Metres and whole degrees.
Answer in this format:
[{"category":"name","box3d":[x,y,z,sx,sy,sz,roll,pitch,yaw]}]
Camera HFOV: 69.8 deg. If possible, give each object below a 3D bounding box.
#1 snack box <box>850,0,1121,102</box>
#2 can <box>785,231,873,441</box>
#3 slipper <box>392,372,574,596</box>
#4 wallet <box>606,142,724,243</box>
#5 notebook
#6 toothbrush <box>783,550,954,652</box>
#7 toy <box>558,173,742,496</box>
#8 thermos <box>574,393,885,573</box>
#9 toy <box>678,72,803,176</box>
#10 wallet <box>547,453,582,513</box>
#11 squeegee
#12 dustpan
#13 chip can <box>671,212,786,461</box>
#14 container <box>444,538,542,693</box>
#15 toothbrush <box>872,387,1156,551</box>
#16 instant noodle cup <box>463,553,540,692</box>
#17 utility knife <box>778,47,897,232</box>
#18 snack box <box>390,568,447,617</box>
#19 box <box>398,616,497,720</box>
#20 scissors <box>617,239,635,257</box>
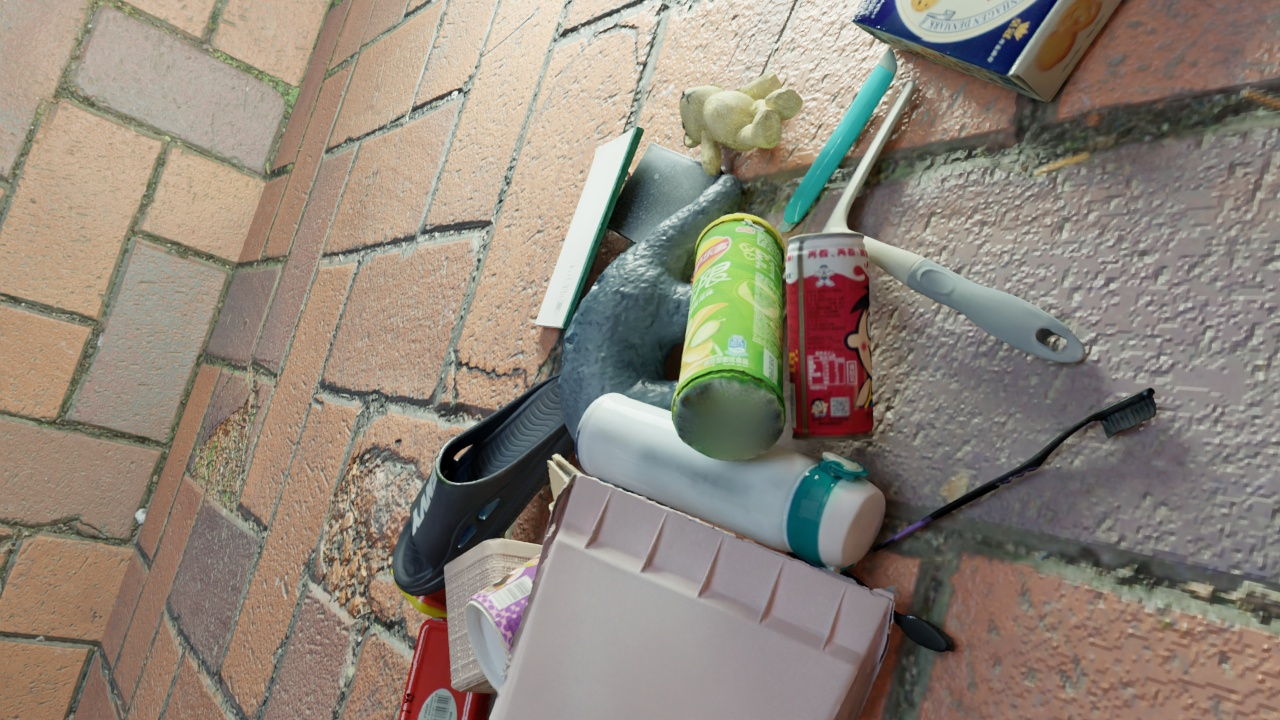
[{"category":"snack box","box3d":[0.254,-0.284,0.616,0.178,0.045,0.182,-58,35,15]},{"category":"can","box3d":[0.124,-0.015,0.602,0.053,0.053,0.132,-2,90,53]},{"category":"slipper","box3d":[-0.155,0.101,0.873,0.268,0.083,0.110,-46,38,1]},{"category":"wallet","box3d":[0.020,-0.152,0.874,0.121,0.019,0.097,37,98,48]},{"category":"notebook","box3d":[-0.058,-0.132,0.944,0.209,0.012,0.150,-70,17,-2]},{"category":"toothbrush","box3d":[0.128,0.139,0.591,0.190,0.016,0.014,25,101,58]},{"category":"toy","box3d":[-0.005,0.005,0.784,0.138,0.091,0.356,7,78,26]},{"category":"thermos","box3d":[0.057,0.077,0.629,0.224,0.073,0.073,15,85,39]},{"category":"toy","box3d":[0.082,-0.210,0.789,0.105,0.066,0.157,-61,28,1]},{"category":"wallet","box3d":[-0.055,0.143,0.773,0.087,0.024,0.115,-146,43,-65]},{"category":"squeegee","box3d":[0.180,-0.056,0.600,0.247,0.039,0.246,-61,36,11]},{"category":"dustpan","box3d":[0.007,0.238,0.584,0.223,0.139,0.272,22,69,19]},{"category":"chip can","box3d":[0.066,-0.022,0.642,0.073,0.072,0.220,-44,20,31]},{"category":"container","box3d":[-0.115,0.227,0.804,0.090,0.090,0.110,-35,49,38]},{"category":"toothbrush","box3d":[0.206,0.070,0.522,0.190,0.014,0.016,-42,67,35]},{"category":"instant noodle cup","box3d":[-0.076,0.205,0.715,0.111,0.099,0.112,36,136,43]},{"category":"utility knife","box3d":[0.154,-0.168,0.718,0.161,0.013,0.029,-58,33,20]},{"category":"snack box","box3d":[-0.198,0.212,0.931,0.091,0.082,0.080,22,80,53]},{"category":"box","box3d":[-0.171,0.347,0.852,0.094,0.092,0.201,6,72,10]},{"category":"scissors","box3d":[-0.005,-0.107,0.900,0.173,0.012,0.128,-52,36,20]}]
